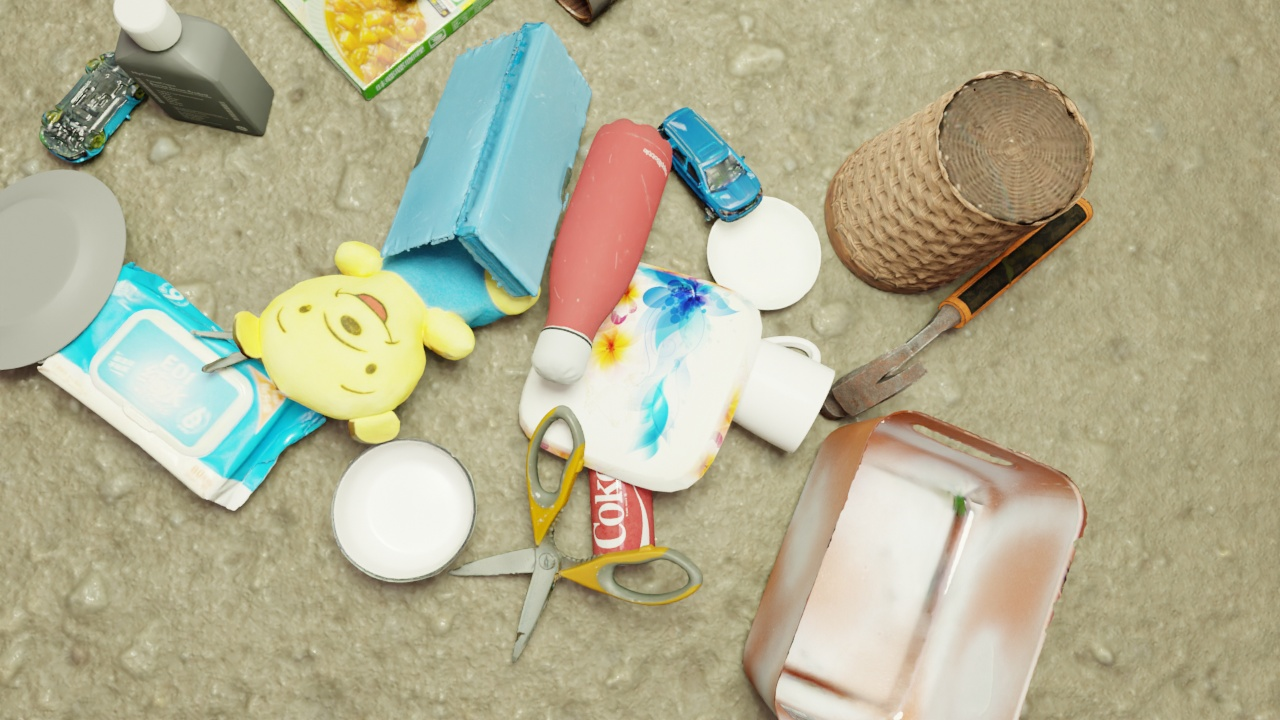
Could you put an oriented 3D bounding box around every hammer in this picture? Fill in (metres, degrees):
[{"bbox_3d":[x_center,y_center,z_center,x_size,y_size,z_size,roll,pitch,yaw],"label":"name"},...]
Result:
[{"bbox_3d":[0.297,-0.058,0.811,0.313,0.138,0.035,-37,86,-17],"label":"hammer"}]

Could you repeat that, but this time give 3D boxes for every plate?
[{"bbox_3d":[0.110,-0.095,0.835,0.104,0.026,0.104,1,83,-6],"label":"plate"},{"bbox_3d":[-0.005,0.005,0.775,0.187,0.016,0.186,18,77,22],"label":"plate"},{"bbox_3d":[-0.502,-0.079,0.747,0.178,0.012,0.178,-4,71,12],"label":"plate"}]

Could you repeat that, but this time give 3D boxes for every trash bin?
[{"bbox_3d":[0.256,-0.148,0.762,0.151,0.210,0.151,1,82,-6],"label":"trash bin"},{"bbox_3d":[0.209,0.185,0.747,0.181,0.157,0.259,22,83,-3],"label":"trash bin"}]

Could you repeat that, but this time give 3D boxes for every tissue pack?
[{"bbox_3d":[-0.375,0.023,0.756,0.209,0.066,0.117,39,82,-2],"label":"tissue pack"}]

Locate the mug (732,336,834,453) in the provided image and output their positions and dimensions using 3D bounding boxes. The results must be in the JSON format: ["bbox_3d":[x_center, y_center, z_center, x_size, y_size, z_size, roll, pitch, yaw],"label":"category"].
[{"bbox_3d":[0.117,0.014,0.805,0.087,0.081,0.114,27,50,5],"label":"mug"}]

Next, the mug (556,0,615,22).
[{"bbox_3d":[-0.044,-0.381,0.835,0.107,0.080,0.116,-46,61,-8],"label":"mug"}]

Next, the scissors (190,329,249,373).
[{"bbox_3d":[-0.278,-0.008,0.761,0.147,0.014,0.141,40,48,-7],"label":"scissors"}]

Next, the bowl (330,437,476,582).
[{"bbox_3d":[-0.191,0.122,0.760,0.116,0.066,0.116,1,83,-5],"label":"bowl"}]

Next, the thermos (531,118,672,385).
[{"bbox_3d":[-0.036,-0.090,0.769,0.073,0.073,0.239,19,67,-3],"label":"thermos"}]

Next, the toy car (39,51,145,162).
[{"bbox_3d":[-0.467,-0.216,0.790,0.048,0.032,0.105,29,76,-1],"label":"toy car"}]

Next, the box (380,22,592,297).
[{"bbox_3d":[-0.126,-0.165,0.775,0.112,0.094,0.231,-6,58,29],"label":"box"}]

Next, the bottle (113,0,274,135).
[{"bbox_3d":[-0.362,-0.238,0.730,0.083,0.174,0.046,11,82,-4],"label":"bottle"}]

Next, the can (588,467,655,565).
[{"bbox_3d":[-0.016,0.124,0.783,0.054,0.054,0.096,-3,84,-6],"label":"can"}]

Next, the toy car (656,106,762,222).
[{"bbox_3d":[0.059,-0.175,0.818,0.056,0.044,0.120,-34,69,-9],"label":"toy car"}]

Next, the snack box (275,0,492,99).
[{"bbox_3d":[-0.228,-0.338,0.829,0.168,0.027,0.132,-43,89,-9],"label":"snack box"}]

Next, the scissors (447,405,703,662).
[{"bbox_3d":[-0.054,0.155,0.752,0.229,0.016,0.225,17,99,14],"label":"scissors"}]

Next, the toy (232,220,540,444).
[{"bbox_3d":[-0.205,-0.032,0.750,0.149,0.084,0.213,42,63,7],"label":"toy"}]
